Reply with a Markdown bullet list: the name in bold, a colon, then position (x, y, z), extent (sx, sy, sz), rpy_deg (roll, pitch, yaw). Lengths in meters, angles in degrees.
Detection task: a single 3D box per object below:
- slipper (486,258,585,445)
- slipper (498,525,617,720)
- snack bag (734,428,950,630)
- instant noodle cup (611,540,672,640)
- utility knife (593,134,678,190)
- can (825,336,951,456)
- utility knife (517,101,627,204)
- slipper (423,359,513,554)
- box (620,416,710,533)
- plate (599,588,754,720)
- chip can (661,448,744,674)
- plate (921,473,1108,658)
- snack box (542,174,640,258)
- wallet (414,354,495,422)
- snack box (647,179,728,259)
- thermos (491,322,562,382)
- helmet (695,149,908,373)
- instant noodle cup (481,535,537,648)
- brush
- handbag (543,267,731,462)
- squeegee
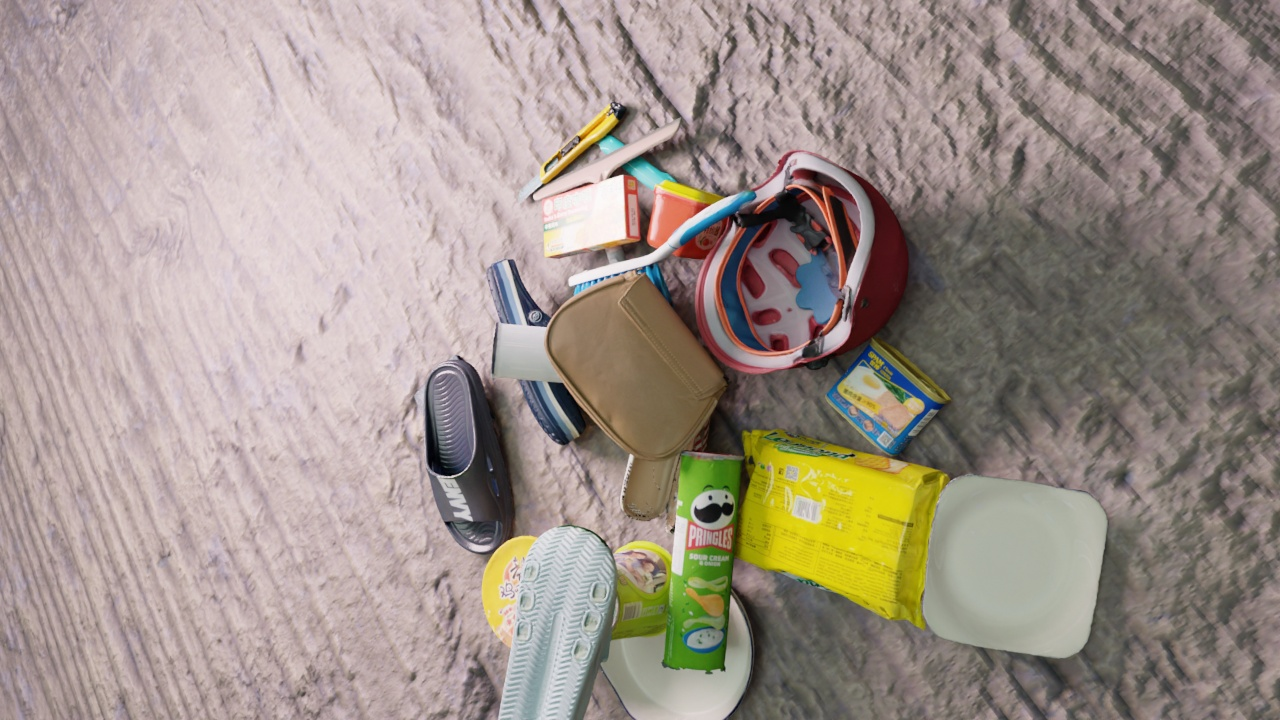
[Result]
- **slipper**: position (-0.122, -0.016, 1.178), extent (0.095, 0.105, 0.252), rpy_deg (-22, 83, -7)
- **slipper**: position (-0.078, 0.293, 0.936), extent (0.104, 0.074, 0.245), rpy_deg (6, 73, 22)
- **snack bag**: position (0.200, 0.168, 0.971), extent (0.247, 0.068, 0.158), rpy_deg (12, 92, 39)
- **instant noodle cup**: position (-0.027, 0.263, 1.024), extent (0.112, 0.123, 0.111), rpy_deg (-3, 84, 31)
- **utility knife**: position (-0.010, -0.255, 1.174), extent (0.182, 0.013, 0.029), rpy_deg (42, 104, 29)
- **can**: position (0.259, 0.039, 0.969), extent (0.102, 0.057, 0.083), rpy_deg (47, 111, 25)
- **utility knife**: position (-0.097, -0.274, 1.218), extent (0.202, 0.015, 0.033), rpy_deg (-37, 55, 23)
- **slipper**: position (-0.249, 0.132, 1.226), extent (0.111, 0.083, 0.268), rpy_deg (-12, 87, 24)
- **box**: position (0.028, 0.118, 1.084), extent (0.086, 0.075, 0.162), rpy_deg (13, 95, 0)
- **plate**: position (0.043, 0.330, 1.076), extent (0.205, 0.045, 0.205), rpy_deg (-2, 85, 30)
- **chip can**: position (0.068, 0.217, 1.005), extent (0.072, 0.072, 0.236), rpy_deg (4, 86, 30)
- **plate**: position (0.355, 0.195, 0.884), extent (0.164, 0.034, 0.163), rpy_deg (10, 90, 1)
- **snack box**: position (-0.063, -0.175, 1.137), extent (0.156, 0.027, 0.077), rpy_deg (-6, 86, 46)
- **wallet**: position (-0.262, 0.065, 1.293), extent (0.097, 0.019, 0.121), rpy_deg (-42, 66, 19)
- **snack box**: position (0.055, -0.165, 1.087), extent (0.082, 0.091, 0.080), rpy_deg (26, 106, 30)
- **thermos**: position (-0.063, -0.001, 1.095), extent (0.224, 0.073, 0.073), rpy_deg (5, 88, -6)
- **helmet**: position (0.183, -0.090, 0.977), extent (0.241, 0.143, 0.206), rpy_deg (-43, 57, 40)
- **instant noodle cup**: position (-0.109, 0.282, 1.131), extent (0.138, 0.109, 0.138), rpy_deg (-3, 84, 30)
- **brush**: position (0.020, -0.104, 1.042), extent (0.315, 0.060, 0.109), rpy_deg (-9, 96, 47)
- **handbag**: position (-0.006, 0.006, 1.014), extent (0.148, 0.100, 0.204), rpy_deg (-38, 96, 2)
- **squeegee**: position (-0.031, -0.147, 1.156), extent (0.248, 0.040, 0.249), rpy_deg (-18, 81, 34)
